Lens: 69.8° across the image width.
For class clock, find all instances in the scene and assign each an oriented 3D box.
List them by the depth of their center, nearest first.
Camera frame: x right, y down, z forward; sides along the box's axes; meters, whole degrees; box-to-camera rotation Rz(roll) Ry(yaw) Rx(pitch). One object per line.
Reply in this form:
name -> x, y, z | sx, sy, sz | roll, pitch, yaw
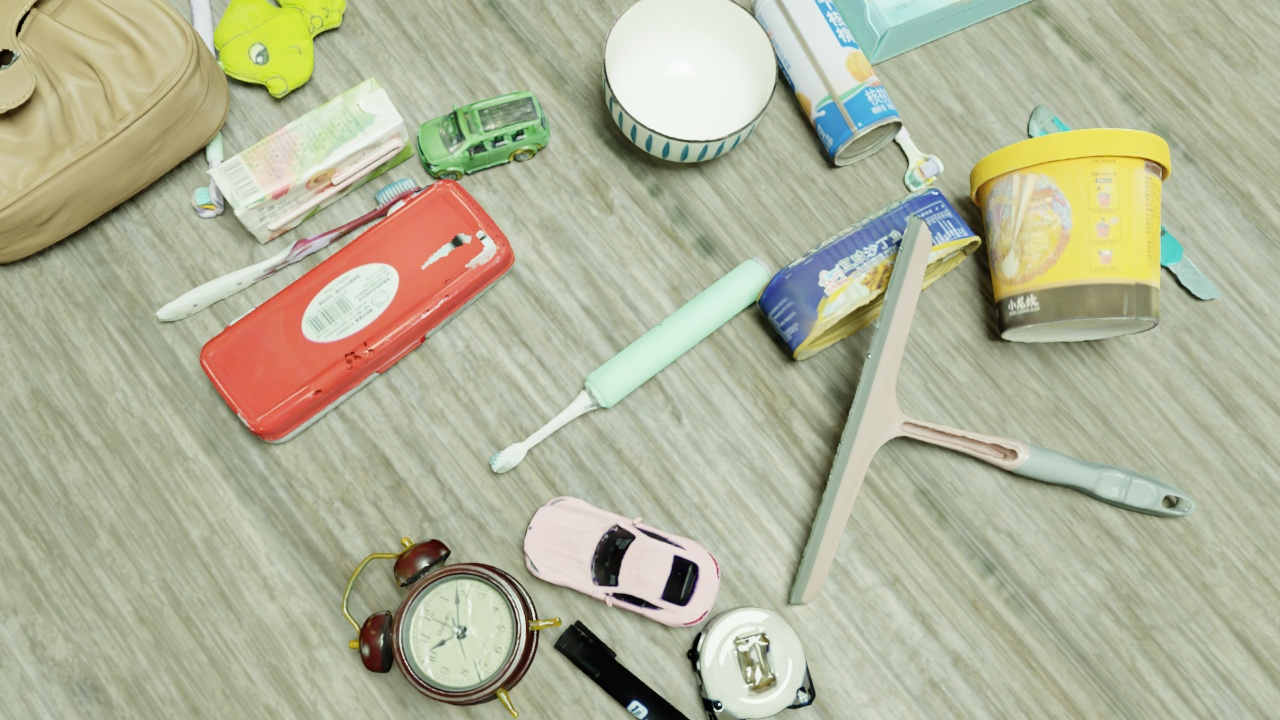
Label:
clock -> -0.112, 0.152, 0.529 | 0.122, 0.055, 0.082 | 25, 74, 4

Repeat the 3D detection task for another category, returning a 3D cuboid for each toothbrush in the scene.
toothbrush -> -0.004, 0.003, 0.593 | 0.224, 0.027, 0.026 | -37, 109, -13
toothbrush -> -0.229, -0.074, 0.602 | 0.187, 0.016, 0.017 | -30, 71, -12
toothbrush -> -0.298, -0.187, 0.626 | 0.021, 0.029, 0.189 | 6, 67, -45
toothbrush -> 0.161, -0.207, 0.668 | 0.020, 0.029, 0.189 | -12, 69, -51

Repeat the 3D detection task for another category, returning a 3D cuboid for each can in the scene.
can -> 0.148, -0.057, 0.598 | 0.148, 0.075, 0.049 | -30, 76, -12
can -> 0.129, -0.208, 0.647 | 0.053, 0.053, 0.134 | -24, 78, -11

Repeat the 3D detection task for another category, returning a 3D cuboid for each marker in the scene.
marker -> 0.005, 0.204, 0.544 | 0.132, 0.020, 0.022 | 38, 50, 7

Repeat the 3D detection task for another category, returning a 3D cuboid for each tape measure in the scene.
tape measure -> 0.064, 0.180, 0.547 | 0.065, 0.034, 0.066 | -15, 77, -10

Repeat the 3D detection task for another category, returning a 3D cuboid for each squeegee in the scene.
squeegee -> 0.238, 0.062, 0.586 | 0.249, 0.040, 0.248 | 16, 95, -10

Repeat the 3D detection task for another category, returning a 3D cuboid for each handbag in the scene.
handbag -> -0.372, -0.161, 0.567 | 0.204, 0.100, 0.147 | -38, 77, -8

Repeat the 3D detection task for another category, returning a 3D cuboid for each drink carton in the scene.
drink carton -> -0.210, -0.128, 0.598 | 0.122, 0.053, 0.045 | -33, 82, -12

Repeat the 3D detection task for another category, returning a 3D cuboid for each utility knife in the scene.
utility knife -> 0.346, -0.114, 0.659 | 0.029, 0.013, 0.186 | -38, 81, -13

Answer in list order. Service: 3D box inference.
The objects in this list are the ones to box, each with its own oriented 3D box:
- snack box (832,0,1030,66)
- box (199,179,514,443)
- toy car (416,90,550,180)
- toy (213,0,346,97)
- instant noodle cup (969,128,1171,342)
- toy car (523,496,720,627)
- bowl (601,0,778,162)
snack box -> 0.229, -0.289, 0.678 | 0.174, 0.052, 0.074 | -24, 79, -11
box -> -0.178, -0.036, 0.587 | 0.201, 0.047, 0.086 | -39, 81, -13
toy car -> -0.107, -0.155, 0.624 | 0.091, 0.036, 0.043 | -20, 79, -6
toy -> -0.252, -0.231, 0.635 | 0.100, 0.031, 0.096 | -38, 81, -18
instant noodle cup -> 0.280, -0.074, 0.595 | 0.118, 0.118, 0.114 | -1, 82, -5
toy car -> -0.012, 0.122, 0.556 | 0.122, 0.037, 0.056 | 19, 72, 2
bowl -> 0.030, -0.185, 0.626 | 0.116, 0.066, 0.116 | 1, 74, -5
